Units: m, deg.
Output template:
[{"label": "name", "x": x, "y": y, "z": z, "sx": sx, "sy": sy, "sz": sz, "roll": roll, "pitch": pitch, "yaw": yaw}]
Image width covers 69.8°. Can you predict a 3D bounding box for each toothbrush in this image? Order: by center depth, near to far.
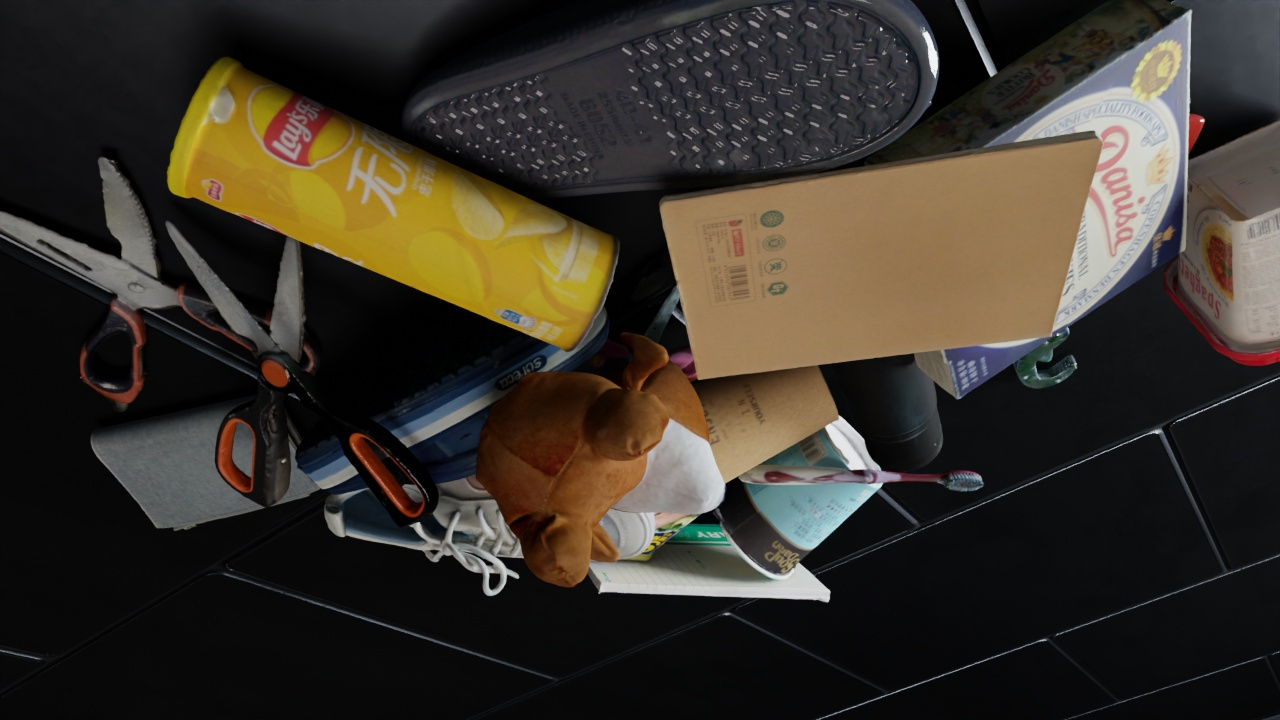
[{"label": "toothbrush", "x": 0.054, "y": -0.100, "z": 0.569, "sx": 0.014, "sy": 0.017, "sz": 0.190, "roll": 22, "pitch": 128, "yaw": -36}, {"label": "toothbrush", "x": 0.170, "y": 0.092, "z": 0.711, "sx": 0.187, "sy": 0.017, "sz": 0.016, "roll": 1, "pitch": 107, "yaw": 3}]

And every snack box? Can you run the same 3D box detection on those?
[{"label": "snack box", "x": 0.234, "y": -0.089, "z": 0.541, "sx": 0.182, "sy": 0.045, "sz": 0.178, "roll": -33, "pitch": 133, "yaw": -1}]

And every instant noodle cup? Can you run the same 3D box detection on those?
[{"label": "instant noodle cup", "x": 0.419, "y": -0.081, "z": 0.608, "sx": 0.117, "sy": 0.116, "sz": 0.124, "roll": -24, "pitch": 129, "yaw": 15}, {"label": "instant noodle cup", "x": 0.137, "y": 0.108, "z": 0.779, "sx": 0.111, "sy": 0.111, "sz": 0.121, "roll": 28, "pitch": 119, "yaw": -39}]

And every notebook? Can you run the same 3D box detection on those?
[{"label": "notebook", "x": 0.123, "y": -0.047, "z": 0.491, "sx": 0.208, "sy": 0.008, "sz": 0.148, "roll": -8, "pitch": 141, "yaw": 8}, {"label": "notebook", "x": 0.042, "y": 0.175, "z": 0.818, "sx": 0.209, "sy": 0.150, "sz": 0.012, "roll": 6, "pitch": 100, "yaw": -20}]

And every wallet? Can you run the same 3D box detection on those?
[{"label": "wallet", "x": -0.313, "y": 0.075, "z": 0.677, "sx": 0.130, "sy": 0.037, "sz": 0.107, "roll": -13, "pitch": 131, "yaw": 0}]

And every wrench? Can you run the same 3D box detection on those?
[{"label": "wrench", "x": 0.333, "y": -0.065, "z": 0.673, "sx": 0.056, "sy": 0.016, "sz": 0.274, "roll": -7, "pitch": 141, "yaw": -5}]

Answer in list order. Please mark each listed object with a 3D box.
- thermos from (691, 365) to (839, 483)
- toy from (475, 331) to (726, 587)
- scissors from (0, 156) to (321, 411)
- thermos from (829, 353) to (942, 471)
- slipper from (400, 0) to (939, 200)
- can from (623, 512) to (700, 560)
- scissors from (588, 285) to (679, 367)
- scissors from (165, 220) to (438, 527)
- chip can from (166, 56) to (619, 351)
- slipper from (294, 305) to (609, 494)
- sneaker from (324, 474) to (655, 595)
[{"label": "thermos", "x": 0.072, "y": 0.046, "z": 0.697, "sx": 0.143, "sy": 0.093, "sz": 0.093, "roll": -24, "pitch": 141, "yaw": 4}, {"label": "toy", "x": -0.007, "y": 0.053, "z": 0.557, "sx": 0.140, "sy": 0.130, "sz": 0.199, "roll": -59, "pitch": 169, "yaw": 11}, {"label": "scissors", "x": -0.292, "y": -0.033, "z": 0.563, "sx": 0.188, "sy": 0.015, "sz": 0.224, "roll": 6, "pitch": 139, "yaw": -20}, {"label": "thermos", "x": 0.161, "y": -0.021, "z": 0.642, "sx": 0.068, "sy": 0.089, "sz": 0.242, "roll": -8, "pitch": 139, "yaw": 21}, {"label": "slipper", "x": 0.005, "y": -0.146, "z": 0.454, "sx": 0.269, "sy": 0.083, "sz": 0.111, "roll": -5, "pitch": 146, "yaw": 23}, {"label": "can", "x": -0.005, "y": 0.115, "z": 0.743, "sx": 0.102, "sy": 0.057, "sz": 0.083, "roll": 16, "pitch": 132, "yaw": -40}, {"label": "scissors", "x": -0.004, "y": 0.005, "z": 0.647, "sx": 0.133, "sy": 0.017, "sz": 0.135, "roll": 3, "pitch": 108, "yaw": -2}, {"label": "scissors", "x": -0.206, "y": 0.022, "z": 0.555, "sx": 0.232, "sy": 0.021, "sz": 0.222, "roll": 40, "pitch": 127, "yaw": -7}, {"label": "chip can", "x": -0.120, "y": -0.075, "z": 0.472, "sx": 0.213, "sy": 0.071, "sz": 0.072, "roll": 23, "pitch": 132, "yaw": -18}, {"label": "slipper", "x": -0.122, "y": 0.035, "z": 0.608, "sx": 0.253, "sy": 0.104, "sz": 0.095, "roll": -27, "pitch": 117, "yaw": 24}, {"label": "sneaker", "x": -0.112, "y": 0.112, "z": 0.666, "sx": 0.242, "sy": 0.090, "sz": 0.090, "roll": 7, "pitch": 116, "yaw": 8}]
